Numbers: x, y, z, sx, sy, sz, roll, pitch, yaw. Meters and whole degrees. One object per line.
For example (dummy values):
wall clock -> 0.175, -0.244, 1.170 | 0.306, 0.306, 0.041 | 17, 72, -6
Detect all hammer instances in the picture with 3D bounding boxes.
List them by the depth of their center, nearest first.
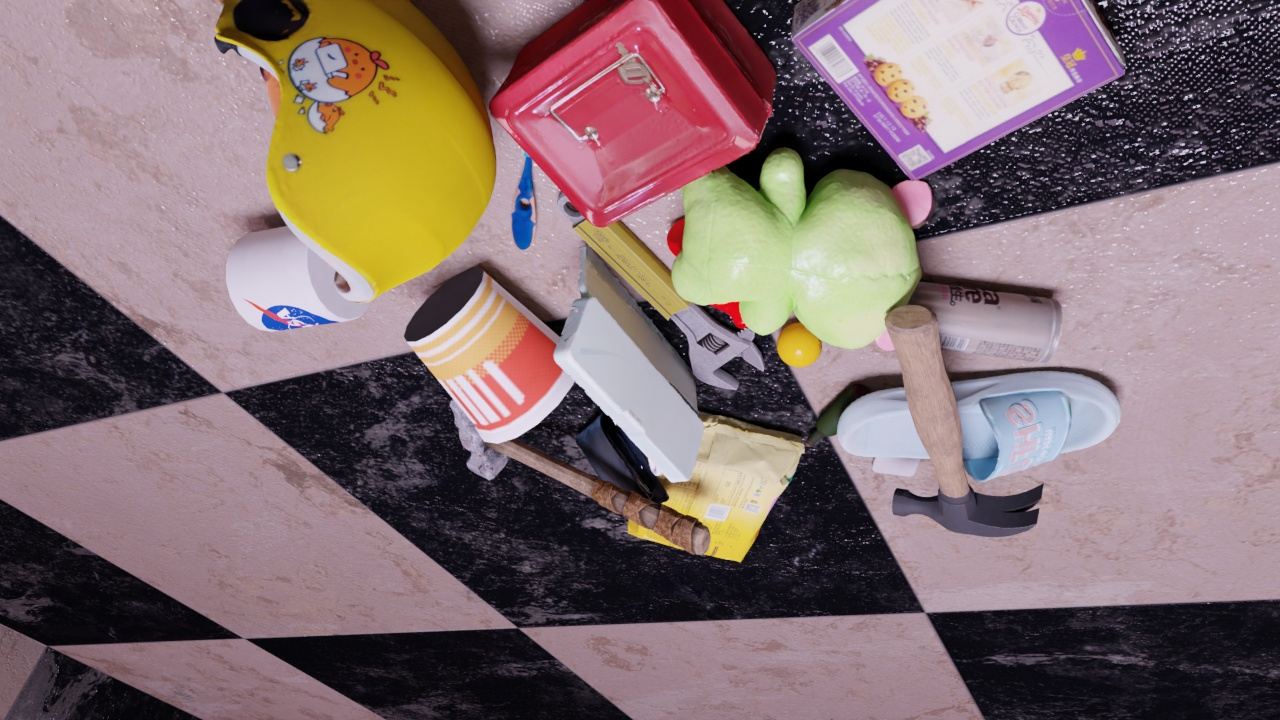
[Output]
hammer -> 0.253, 0.060, 0.757 | 0.132, 0.040, 0.305 | 5, 146, 31
hammer -> -0.068, 0.122, 0.957 | 0.319, 0.048, 0.122 | 22, 143, 27

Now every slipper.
slipper -> 0.306, 0.070, 0.840 | 0.245, 0.074, 0.104 | -4, 142, 9

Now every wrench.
wrench -> 0.020, -0.058, 0.815 | 0.084, 0.018, 0.273 | -22, 131, 36

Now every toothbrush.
toothbrush -> -0.094, -0.135, 0.751 | 0.021, 0.017, 0.135 | 15, 142, 1

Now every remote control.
remote control -> 0.267, 0.074, 0.921 | 0.045, 0.008, 0.147 | 7, 142, 6

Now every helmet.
helmet -> -0.178, -0.168, 0.608 | 0.139, 0.240, 0.209 | -22, 169, -10

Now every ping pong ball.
ping pong ball -> 0.142, -0.014, 0.819 | 0.040, 0.040, 0.040 | 8, 142, 6

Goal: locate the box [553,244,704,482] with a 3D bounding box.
box -> -0.001, 0.005, 0.805 | 0.041, 0.134, 0.197 | -12, 136, 30

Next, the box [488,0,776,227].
box -> -0.004, -0.180, 0.619 | 0.158, 0.092, 0.129 | -19, 131, 38

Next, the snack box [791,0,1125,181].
snack box -> 0.195, -0.199, 0.569 | 0.148, 0.040, 0.143 | -25, 129, 38

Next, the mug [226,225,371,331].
mug -> -0.297, -0.075, 0.836 | 0.090, 0.091, 0.121 | -6, 174, 22

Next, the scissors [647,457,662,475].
scissors -> 0.004, 0.063, 0.908 | 0.011, 0.128, 0.125 | -20, -178, -13

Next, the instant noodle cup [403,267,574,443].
instant noodle cup -> -0.141, -0.010, 0.848 | 0.124, 0.123, 0.121 | -19, 125, 34

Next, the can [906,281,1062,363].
can -> 0.266, -0.033, 0.750 | 0.136, 0.054, 0.054 | 8, 142, 6

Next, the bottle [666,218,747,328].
bottle -> 0.064, -0.069, 0.774 | 0.036, 0.036, 0.119 | -13, 136, 29

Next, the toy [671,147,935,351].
toy -> 0.121, -0.079, 0.680 | 0.197, 0.107, 0.150 | 8, 111, 6

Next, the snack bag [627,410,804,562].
snack bag -> 0.075, 0.146, 1.018 | 0.159, 0.068, 0.248 | 12, 143, -1

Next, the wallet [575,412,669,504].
wallet -> -0.024, 0.116, 0.985 | 0.115, 0.026, 0.089 | 56, 152, 6

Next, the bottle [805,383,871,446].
bottle -> 0.192, 0.058, 0.909 | 0.025, 0.025, 0.106 | 21, 141, -11
